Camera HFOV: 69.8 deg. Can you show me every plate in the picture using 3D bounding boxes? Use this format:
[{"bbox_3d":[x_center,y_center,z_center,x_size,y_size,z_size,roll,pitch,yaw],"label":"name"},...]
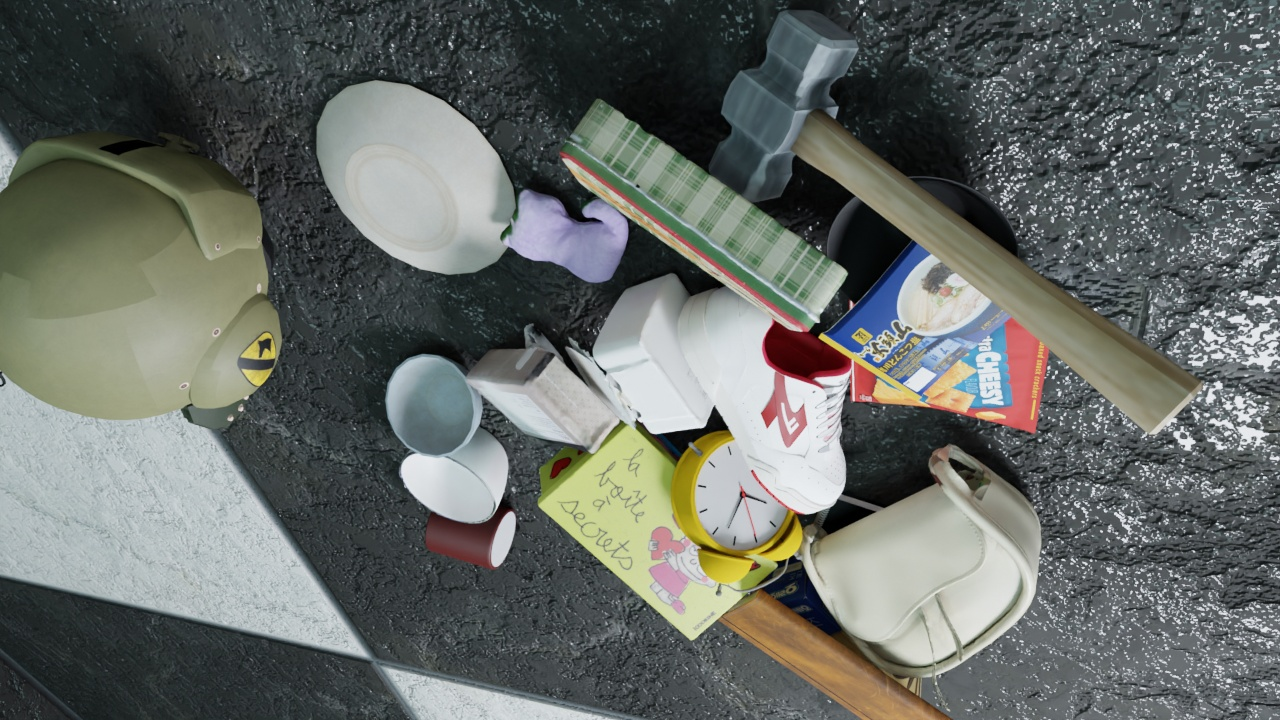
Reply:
[{"bbox_3d":[-0.197,-0.144,0.781,0.189,0.027,0.189,13,136,13],"label":"plate"}]

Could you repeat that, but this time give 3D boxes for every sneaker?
[{"bbox_3d":[0.133,0.032,0.762,0.104,0.090,0.236,-18,117,32],"label":"sneaker"}]

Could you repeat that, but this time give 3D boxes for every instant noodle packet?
[{"bbox_3d":[0.194,-0.032,0.628,0.087,0.026,0.135,32,136,-2],"label":"instant noodle packet"}]

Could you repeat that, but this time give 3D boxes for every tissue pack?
[{"bbox_3d":[-0.091,0.023,0.835,0.104,0.071,0.181,47,166,-17],"label":"tissue pack"}]

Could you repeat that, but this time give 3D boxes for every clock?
[{"bbox_3d":[0.091,0.135,0.839,0.052,0.113,0.152,-7,100,67],"label":"clock"}]

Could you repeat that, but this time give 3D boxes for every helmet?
[{"bbox_3d":[-0.421,-0.074,0.772,0.250,0.254,0.233,19,140,5],"label":"helmet"}]

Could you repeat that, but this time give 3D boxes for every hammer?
[{"bbox_3d":[0.176,-0.078,0.543,0.323,0.051,0.118,45,131,24],"label":"hammer"}]

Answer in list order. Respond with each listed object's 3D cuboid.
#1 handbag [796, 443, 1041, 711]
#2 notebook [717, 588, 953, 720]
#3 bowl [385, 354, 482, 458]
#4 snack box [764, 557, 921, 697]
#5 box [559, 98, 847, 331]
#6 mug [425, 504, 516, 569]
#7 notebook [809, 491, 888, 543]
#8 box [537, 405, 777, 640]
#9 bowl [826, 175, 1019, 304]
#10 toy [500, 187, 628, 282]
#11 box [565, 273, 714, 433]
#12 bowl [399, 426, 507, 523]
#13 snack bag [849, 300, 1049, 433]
[{"bbox_3d":[0.249,0.198,0.817,0.184,0.131,0.230,39,133,-8],"label":"handbag"},{"bbox_3d":[0.201,0.321,0.935,0.249,0.014,0.179,33,157,5],"label":"notebook"},{"bbox_3d":[-0.205,0.043,0.938,0.106,0.039,0.106,3,100,20],"label":"bowl"},{"bbox_3d":[0.215,0.288,0.961,0.056,0.057,0.206,-27,117,39],"label":"snack box"},{"bbox_3d":[0.042,-0.094,0.639,0.205,0.050,0.117,36,-179,1],"label":"box"},{"bbox_3d":[-0.196,0.184,1.075,0.082,0.073,0.106,13,106,13],"label":"mug"},{"bbox_3d":[0.237,0.217,0.936,0.149,0.016,0.207,17,136,8],"label":"notebook"},{"bbox_3d":[0.015,0.154,0.896,0.124,0.082,0.221,-40,112,7],"label":"box"},{"bbox_3d":[0.195,-0.087,0.634,0.124,0.052,0.124,13,136,13],"label":"bowl"},{"bbox_3d":[-0.060,-0.106,0.749,0.099,0.036,0.080,24,127,-5],"label":"toy"},{"bbox_3d":[-0.010,0.005,0.785,0.130,0.102,0.110,-15,125,38],"label":"box"},{"bbox_3d":[-0.197,0.117,1.006,0.116,0.065,0.116,13,136,13],"label":"bowl"},{"bbox_3d":[0.233,-0.005,0.704,0.144,0.039,0.131,10,135,24],"label":"snack bag"}]
